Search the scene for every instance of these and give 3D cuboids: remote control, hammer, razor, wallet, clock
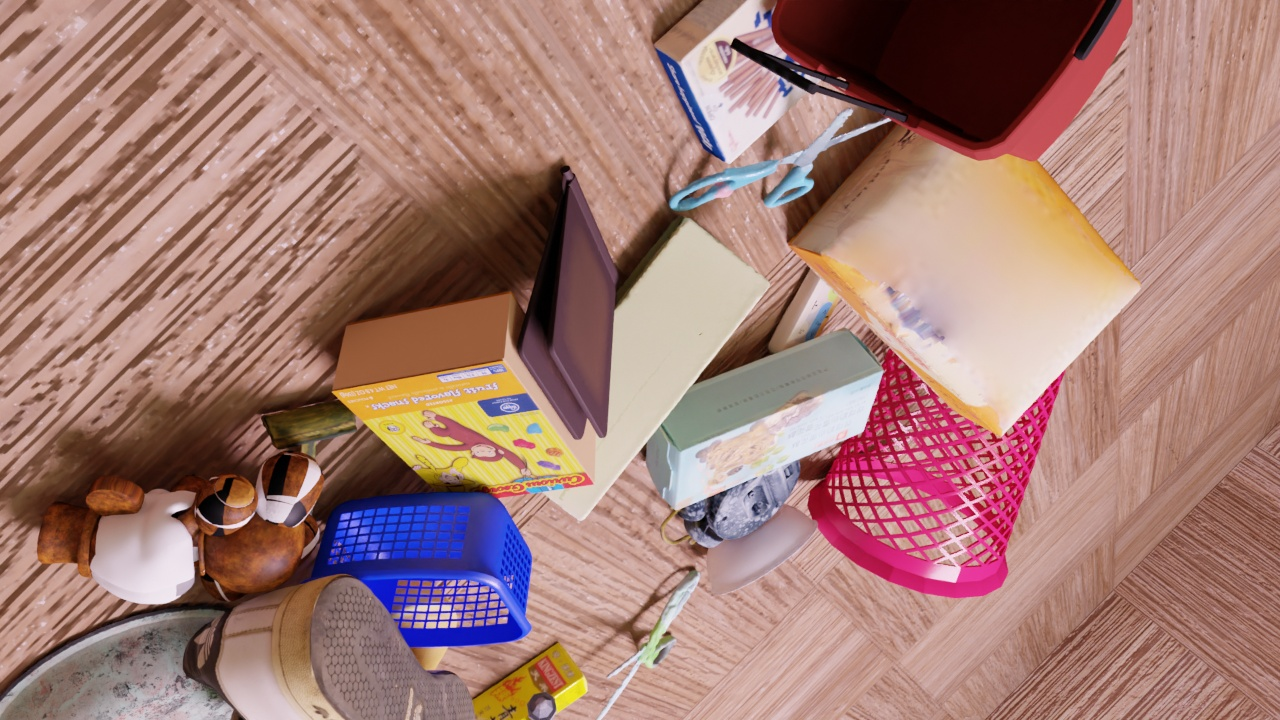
[{"bbox_3d":[0.134,-0.054,0.676,0.038,0.018,0.126,5,119,-46],"label":"remote control"},{"bbox_3d":[-0.077,0.330,0.762,0.098,0.044,0.323,-28,151,-22],"label":"hammer"},{"bbox_3d":[-0.179,0.067,0.488,0.042,0.026,0.106,-15,138,-38],"label":"razor"},{"bbox_3d":[-0.033,-0.029,0.481,0.018,0.115,0.091,-5,144,16],"label":"wallet"},{"bbox_3d":[0.070,0.105,0.734,0.129,0.052,0.090,-39,143,-10],"label":"clock"}]

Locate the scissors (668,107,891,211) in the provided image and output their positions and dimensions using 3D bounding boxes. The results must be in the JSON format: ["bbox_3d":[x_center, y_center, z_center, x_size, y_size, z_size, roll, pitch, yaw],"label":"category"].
[{"bbox_3d":[0.088,-0.110,0.538,0.136,0.015,0.125,-15,172,23],"label":"scissors"}]

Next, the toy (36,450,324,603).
[{"bbox_3d":[-0.212,0.081,0.429,0.112,0.067,0.087,9,134,-14],"label":"toy"}]

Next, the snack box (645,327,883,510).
[{"bbox_3d":[0.089,0.042,0.672,0.174,0.053,0.075,-19,142,-18],"label":"snack box"}]

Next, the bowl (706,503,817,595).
[{"bbox_3d":[0.096,0.153,0.795,0.110,0.040,0.110,-34,179,-1],"label":"bowl"}]

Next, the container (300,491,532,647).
[{"bbox_3d":[-0.121,0.118,0.523,0.114,0.058,0.096,-5,140,10],"label":"container"}]

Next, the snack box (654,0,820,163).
[{"bbox_3d":[0.082,-0.185,0.495,0.150,0.026,0.082,-42,144,-4],"label":"snack box"}]

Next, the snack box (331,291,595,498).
[{"bbox_3d":[-0.086,0.025,0.483,0.088,0.040,0.126,-10,144,13],"label":"snack box"}]

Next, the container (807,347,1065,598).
[{"bbox_3d":[0.266,0.056,0.791,0.182,0.183,0.226,-8,122,-40],"label":"container"}]

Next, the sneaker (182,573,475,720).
[{"bbox_3d":[-0.166,0.203,0.510,0.102,0.088,0.242,-10,136,6],"label":"sneaker"}]

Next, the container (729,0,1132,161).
[{"bbox_3d":[0.135,-0.166,0.418,0.200,0.148,0.127,-1,126,-56],"label":"container"}]

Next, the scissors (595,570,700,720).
[{"bbox_3d":[0.005,0.253,0.811,0.168,0.023,0.171,-56,162,5],"label":"scissors"}]

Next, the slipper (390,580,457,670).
[{"bbox_3d":[-0.191,0.265,0.614,0.099,0.078,0.264,9,116,-48],"label":"slipper"}]

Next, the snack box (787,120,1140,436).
[{"bbox_3d":[0.223,-0.063,0.622,0.195,0.080,0.145,41,93,-18],"label":"snack box"}]

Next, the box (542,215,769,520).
[{"bbox_3d":[-0.009,0.001,0.564,0.077,0.089,0.188,36,98,-22],"label":"box"}]

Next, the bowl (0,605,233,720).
[{"bbox_3d":[-0.274,0.208,0.512,0.157,0.038,0.158,-25,139,-25],"label":"bowl"}]

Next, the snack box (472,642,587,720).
[{"bbox_3d":[-0.115,0.288,0.739,0.147,0.040,0.029,-30,141,-21],"label":"snack box"}]
